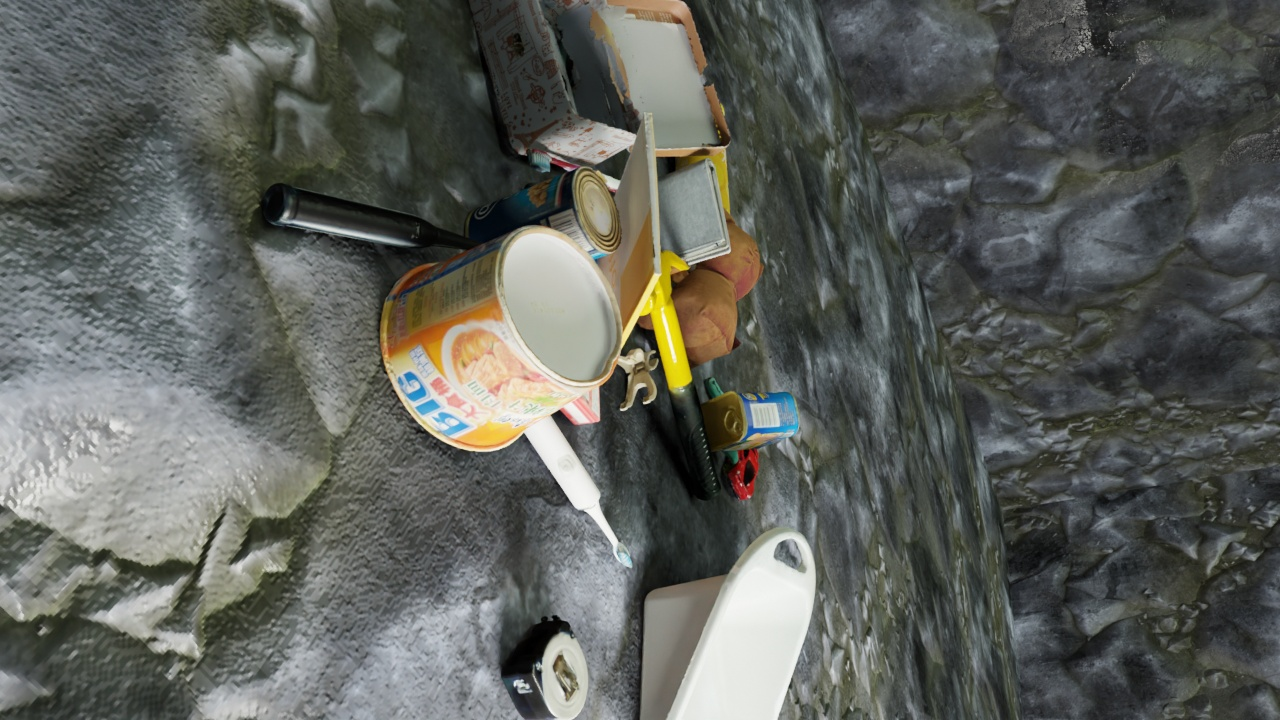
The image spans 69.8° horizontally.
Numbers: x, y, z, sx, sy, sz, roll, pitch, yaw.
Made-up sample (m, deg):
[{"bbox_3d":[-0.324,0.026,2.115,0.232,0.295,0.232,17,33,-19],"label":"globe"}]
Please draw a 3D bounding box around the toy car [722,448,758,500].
[{"bbox_3d":[0.130,0.126,1.150,0.049,0.031,0.106,62,26,-26],"label":"toy car"}]

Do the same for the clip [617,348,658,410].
[{"bbox_3d":[-0.007,0.003,0.939,0.096,0.035,0.101,58,26,-34],"label":"clip"}]

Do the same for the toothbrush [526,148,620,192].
[{"bbox_3d":[-0.057,-0.180,0.899,0.187,0.016,0.017,2,79,-63],"label":"toothbrush"}]

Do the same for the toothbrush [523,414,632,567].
[{"bbox_3d":[-0.059,0.100,0.790,0.221,0.026,0.026,61,-6,-27],"label":"toothbrush"}]

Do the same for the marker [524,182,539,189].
[{"bbox_3d":[-0.094,-0.102,0.837,0.022,0.020,0.132,19,59,-47],"label":"marker"}]

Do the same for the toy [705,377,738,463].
[{"bbox_3d":[0.101,0.070,1.128,0.096,0.030,0.091,61,23,-10],"label":"toy"}]

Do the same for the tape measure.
[{"bbox_3d":[-0.068,0.237,0.688,0.066,0.034,0.065,67,28,-15],"label":"tape measure"}]

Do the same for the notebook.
[{"bbox_3d":[-0.013,-0.091,0.786,0.207,0.010,0.145,122,-32,-65],"label":"notebook"}]

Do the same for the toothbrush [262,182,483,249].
[{"bbox_3d":[-0.164,-0.092,0.650,0.212,0.027,0.026,5,81,-54],"label":"toothbrush"}]

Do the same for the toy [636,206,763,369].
[{"bbox_3d":[0.075,-0.084,1.062,0.140,0.131,0.199,54,54,-39],"label":"toy"}]

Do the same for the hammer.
[{"bbox_3d":[0.042,0.023,0.951,0.128,0.033,0.301,-65,146,-52],"label":"hammer"}]

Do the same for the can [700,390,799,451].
[{"bbox_3d":[0.118,0.070,1.041,0.083,0.102,0.057,0,73,-32],"label":"can"}]

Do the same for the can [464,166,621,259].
[{"bbox_3d":[-0.079,-0.109,0.765,0.075,0.111,0.075,40,43,-50],"label":"can"}]

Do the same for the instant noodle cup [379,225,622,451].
[{"bbox_3d":[-0.092,-0.021,0.660,0.151,0.112,0.151,28,52,-41],"label":"instant noodle cup"}]

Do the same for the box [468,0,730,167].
[{"bbox_3d":[-0.030,-0.290,0.924,0.260,0.103,0.178,-6,77,-55],"label":"box"}]

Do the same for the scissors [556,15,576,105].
[{"bbox_3d":[-0.089,-0.313,0.966,0.129,0.019,0.184,62,27,-23],"label":"scissors"}]

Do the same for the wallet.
[{"bbox_3d":[0.030,-0.145,0.982,0.037,0.130,0.106,4,73,-59],"label":"wallet"}]

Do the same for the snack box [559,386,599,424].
[{"bbox_3d":[-0.061,-0.025,0.835,0.075,0.025,0.152,57,27,-63],"label":"snack box"}]

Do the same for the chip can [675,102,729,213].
[{"bbox_3d":[0.079,-0.244,1.207,0.072,0.072,0.213,37,45,-51],"label":"chip can"}]

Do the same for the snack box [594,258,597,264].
[{"bbox_3d":[-0.044,-0.108,0.932,0.157,0.026,0.084,64,27,-20],"label":"snack box"}]

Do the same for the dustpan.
[{"bbox_3d":[0.101,0.297,0.872,0.222,0.143,0.257,36,44,-52],"label":"dustpan"}]
